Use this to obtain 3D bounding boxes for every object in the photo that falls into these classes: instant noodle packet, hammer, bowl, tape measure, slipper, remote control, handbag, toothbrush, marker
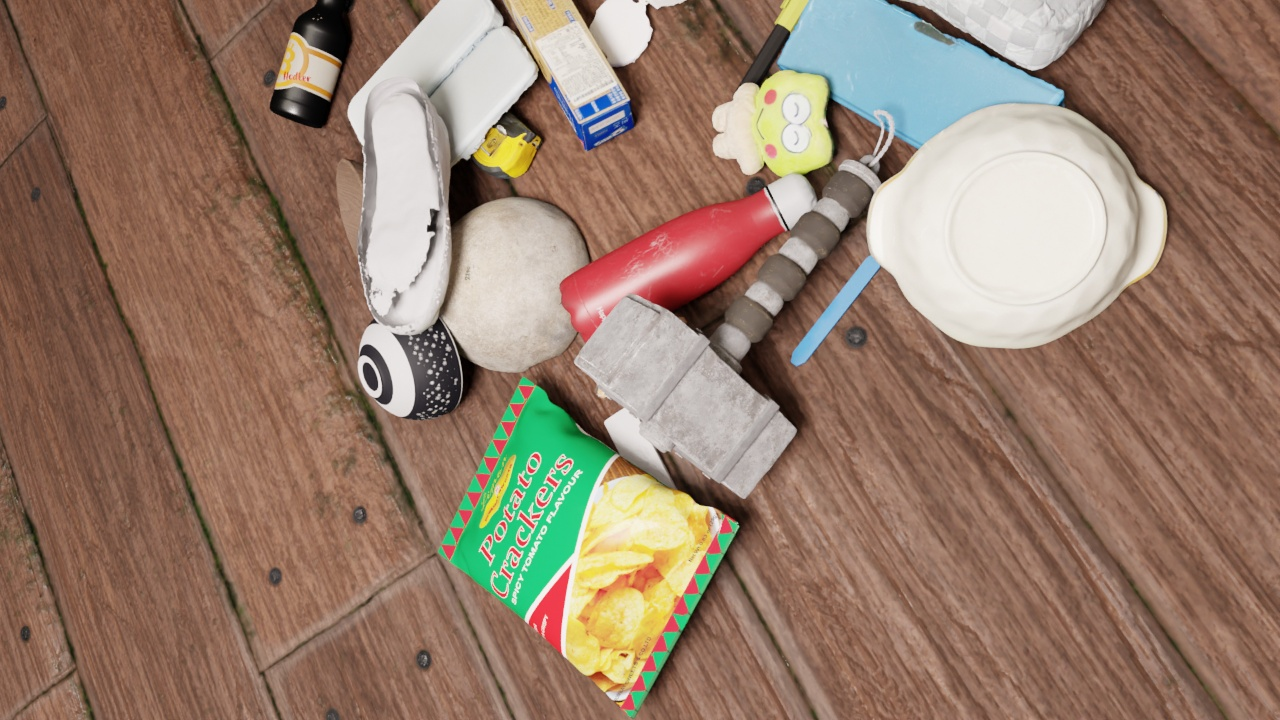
[{"bbox_3d":[-0.058,0.160,0.821,0.253,0.090,0.196,32,101,27],"label":"instant noodle packet"},{"bbox_3d":[0.110,-0.060,0.749,0.326,0.177,0.079,-51,30,-4],"label":"hammer"},{"bbox_3d":[-0.236,0.006,0.899,0.120,0.066,0.120,23,123,40],"label":"bowl"},{"bbox_3d":[-0.140,-0.217,0.926,0.065,0.037,0.064,43,101,21],"label":"tape measure"},{"bbox_3d":[-0.285,-0.155,0.964,0.118,0.030,0.118,36,135,47],"label":"bowl"},{"bbox_3d":[-0.221,-0.142,0.869,0.112,0.074,0.246,-12,73,26],"label":"slipper"},{"bbox_3d":[0.009,0.104,0.841,0.033,0.012,0.131,-34,72,19],"label":"remote control"},{"bbox_3d":[0.278,-0.316,0.708,0.171,0.123,0.112,41,81,20],"label":"handbag"},{"bbox_3d":[-0.142,-0.080,0.891,0.179,0.081,0.178,-4,81,23],"label":"bowl"},{"bbox_3d":[0.181,-0.063,0.783,0.016,0.014,0.167,41,101,22],"label":"toothbrush"},{"bbox_3d":[0.283,-0.099,0.689,0.219,0.060,0.188,4,101,12],"label":"bowl"},{"bbox_3d":[0.121,-0.290,0.830,0.021,0.017,0.124,28,100,-21],"label":"marker"}]

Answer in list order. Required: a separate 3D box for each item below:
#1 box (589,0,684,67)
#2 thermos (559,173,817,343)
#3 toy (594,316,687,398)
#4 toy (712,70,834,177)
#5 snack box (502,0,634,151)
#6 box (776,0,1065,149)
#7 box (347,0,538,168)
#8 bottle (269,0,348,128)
[{"bbox_3d":[-0.010,-0.356,0.848,0.150,0.106,0.080,-49,66,13],"label":"box"},{"bbox_3d":[0.044,-0.093,0.814,0.240,0.073,0.073,-27,74,13],"label":"thermos"},{"bbox_3d":[-0.005,0.005,0.834,0.106,0.074,0.085,-1,51,43],"label":"toy"},{"bbox_3d":[0.114,-0.205,0.808,0.115,0.046,0.092,2,106,33],"label":"toy"},{"bbox_3d":[-0.076,-0.304,0.890,0.056,0.057,0.206,-27,75,-4],"label":"snack box"},{"bbox_3d":[0.231,-0.235,0.771,0.231,0.052,0.093,37,116,23],"label":"box"},{"bbox_3d":[-0.211,-0.277,0.948,0.209,0.037,0.188,-40,54,17],"label":"box"},{"bbox_3d":[-0.359,-0.356,1.024,0.059,0.059,0.181,19,92,24],"label":"bottle"}]
